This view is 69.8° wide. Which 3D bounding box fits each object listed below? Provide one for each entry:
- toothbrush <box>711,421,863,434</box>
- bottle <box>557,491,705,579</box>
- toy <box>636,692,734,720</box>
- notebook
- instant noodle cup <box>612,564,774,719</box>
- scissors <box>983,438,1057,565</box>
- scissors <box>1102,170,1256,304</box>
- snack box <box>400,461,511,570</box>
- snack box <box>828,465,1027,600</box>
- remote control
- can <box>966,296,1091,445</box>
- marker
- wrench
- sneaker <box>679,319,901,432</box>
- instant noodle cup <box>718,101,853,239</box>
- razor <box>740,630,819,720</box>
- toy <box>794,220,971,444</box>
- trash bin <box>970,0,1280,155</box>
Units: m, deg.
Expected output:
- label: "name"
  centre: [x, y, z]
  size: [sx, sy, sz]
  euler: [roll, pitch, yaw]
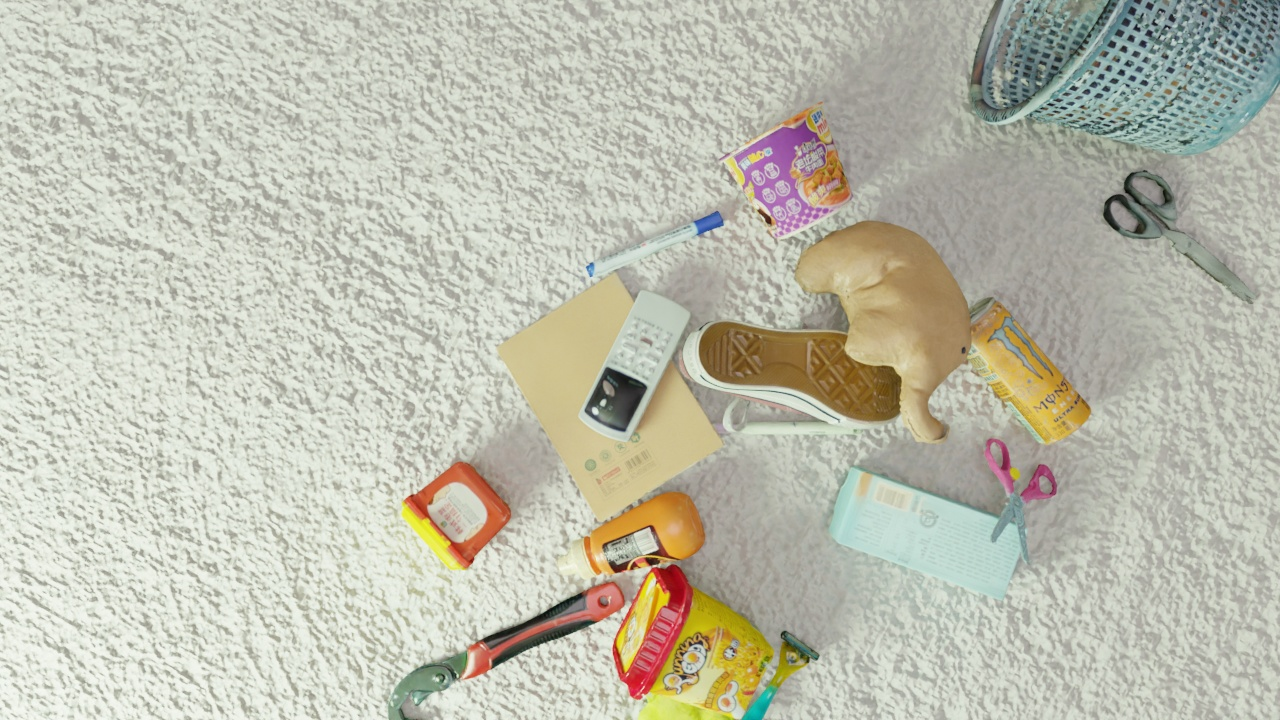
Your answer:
- label: "toothbrush"
  centre: [0.128, 0.070, 0.920]
  size: [0.189, 0.020, 0.029]
  euler: [-1, 115, 3]
- label: "bottle"
  centre: [-0.013, 0.181, 0.909]
  size: [0.149, 0.066, 0.066]
  euler: [-22, 89, 10]
- label: "toy"
  centre: [0.046, 0.366, 0.917]
  size: [0.100, 0.031, 0.097]
  euler: [-10, 104, 6]
- label: "notebook"
  centre: [-0.032, 0.035, 0.921]
  size: [0.148, 0.008, 0.207]
  euler: [-32, 82, 3]
- label: "instant noodle cup"
  centre: [0.051, 0.276, 0.885]
  size: [0.123, 0.116, 0.116]
  euler: [27, 91, -10]
- label: "scissors"
  centre: [0.367, 0.137, 0.879]
  size: [0.108, 0.017, 0.135]
  euler: [17, 52, -15]
- label: "scissors"
  centre: [0.531, -0.108, 0.907]
  size: [0.133, 0.014, 0.175]
  euler: [-17, 92, 1]
- label: "snack box"
  centre: [-0.179, 0.151, 0.906]
  size: [0.080, 0.082, 0.091]
  euler: [-42, 89, -8]
- label: "snack box"
  centre: [0.279, 0.167, 0.898]
  size: [0.175, 0.051, 0.074]
  euler: [19, 92, 2]
- label: "remote control"
  centre: [-0.005, 0.005, 0.905]
  size: [0.058, 0.021, 0.150]
  euler: [26, 87, 8]
- label: "can"
  centre: [0.366, 0.010, 0.889]
  size: [0.058, 0.058, 0.146]
  euler: [-40, 89, 2]
- label: "marker"
  centre: [0.014, -0.116, 0.926]
  size: [0.146, 0.017, 0.017]
  euler: [-22, 89, 2]
- label: "wrench"
  centre: [-0.140, 0.297, 0.935]
  size: [0.273, 0.016, 0.056]
  euler: [-30, 89, 2]
- label: "sneaker"
  centre: [0.141, 0.014, 0.886]
  size: [0.240, 0.088, 0.118]
  euler: [11, 79, -21]
- label: "instant noodle cup"
  centre: [0.145, -0.177, 0.879]
  size: [0.111, 0.111, 0.099]
  euler: [-27, 98, 2]
- label: "razor"
  centre: [0.124, 0.335, 0.908]
  size: [0.043, 0.028, 0.132]
  euler: [33, 77, 14]
- label: "toy"
  centre: [0.243, -0.035, 0.847]
  size: [0.143, 0.083, 0.226]
  euler: [-22, 65, -13]
- label: "trash bin"
  centre: [0.446, -0.286, 0.822]
  size: [0.195, 0.226, 0.226]
  euler: [20, 91, -10]
